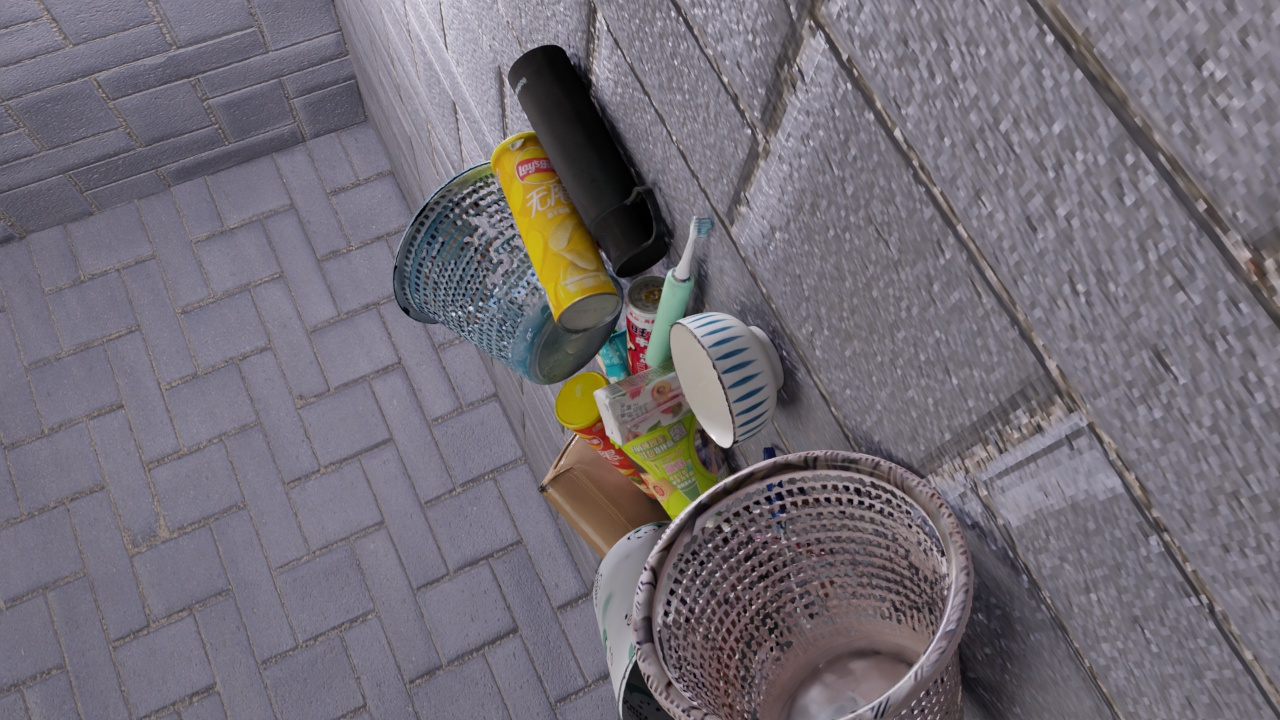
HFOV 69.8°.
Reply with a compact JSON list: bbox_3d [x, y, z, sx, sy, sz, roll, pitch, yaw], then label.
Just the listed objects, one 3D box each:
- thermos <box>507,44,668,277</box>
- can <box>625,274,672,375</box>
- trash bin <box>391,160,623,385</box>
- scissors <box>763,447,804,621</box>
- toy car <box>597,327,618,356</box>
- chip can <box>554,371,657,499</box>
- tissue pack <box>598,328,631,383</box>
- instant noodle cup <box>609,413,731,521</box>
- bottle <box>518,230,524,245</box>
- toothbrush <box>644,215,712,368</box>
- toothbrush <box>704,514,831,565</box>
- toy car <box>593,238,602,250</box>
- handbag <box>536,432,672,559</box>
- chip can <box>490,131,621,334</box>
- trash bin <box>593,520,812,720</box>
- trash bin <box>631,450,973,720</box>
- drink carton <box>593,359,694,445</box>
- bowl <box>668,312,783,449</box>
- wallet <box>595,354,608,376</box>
[{"bbox_3d":[-0.046,-0.205,0.914,0.090,0.068,0.242,-44,70,47],"label":"thermos"},{"bbox_3d":[0.012,-0.031,0.978,0.053,0.053,0.133,58,164,30],"label":"can"},{"bbox_3d":[-0.135,-0.084,1.055,0.195,0.226,0.227,39,156,23],"label":"trash bin"},{"bbox_3d":[0.128,0.160,0.821,0.108,0.012,0.174,82,-178,-69],"label":"scissors"},{"bbox_3d":[-0.030,-0.004,1.208,0.091,0.036,0.043,63,165,19],"label":"toy car"},{"bbox_3d":[-0.019,0.094,1.103,0.073,0.073,0.216,54,-176,41],"label":"chip can"},{"bbox_3d":[-0.007,0.006,1.111,0.093,0.050,0.134,68,165,-2],"label":"tissue pack"},{"bbox_3d":[0.043,0.108,0.996,0.123,0.111,0.112,61,167,-10],"label":"instant noodle cup"},{"bbox_3d":[-0.109,-0.119,1.270,0.175,0.057,0.057,63,166,14],"label":"bottle"},{"bbox_3d":[0.033,-0.059,0.859,0.225,0.027,0.026,104,163,-56],"label":"toothbrush"},{"bbox_3d":[0.112,0.171,0.895,0.188,0.016,0.017,6,132,50],"label":"toothbrush"},{"bbox_3d":[-0.042,-0.147,1.042,0.106,0.031,0.049,39,151,57],"label":"toy car"},{"bbox_3d":[-0.032,0.186,1.226,0.204,0.147,0.100,46,150,9],"label":"handbag"},{"bbox_3d":[-0.088,-0.133,0.943,0.072,0.072,0.213,97,152,-64],"label":"chip can"},{"bbox_3d":[0.059,0.314,1.041,0.252,0.229,0.230,-139,29,-72],"label":"trash bin"},{"bbox_3d":[0.133,0.209,0.648,0.227,0.227,0.192,46,168,54],"label":"trash bin"},{"bbox_3d":[0.021,0.035,0.912,0.045,0.122,0.053,34,143,62],"label":"drink carton"},{"bbox_3d":[0.078,0.010,0.775,0.116,0.066,0.117,60,165,28],"label":"bowl"},{"bbox_3d":[-0.068,-0.042,1.318,0.115,0.024,0.087,61,170,25],"label":"wallet"}]
